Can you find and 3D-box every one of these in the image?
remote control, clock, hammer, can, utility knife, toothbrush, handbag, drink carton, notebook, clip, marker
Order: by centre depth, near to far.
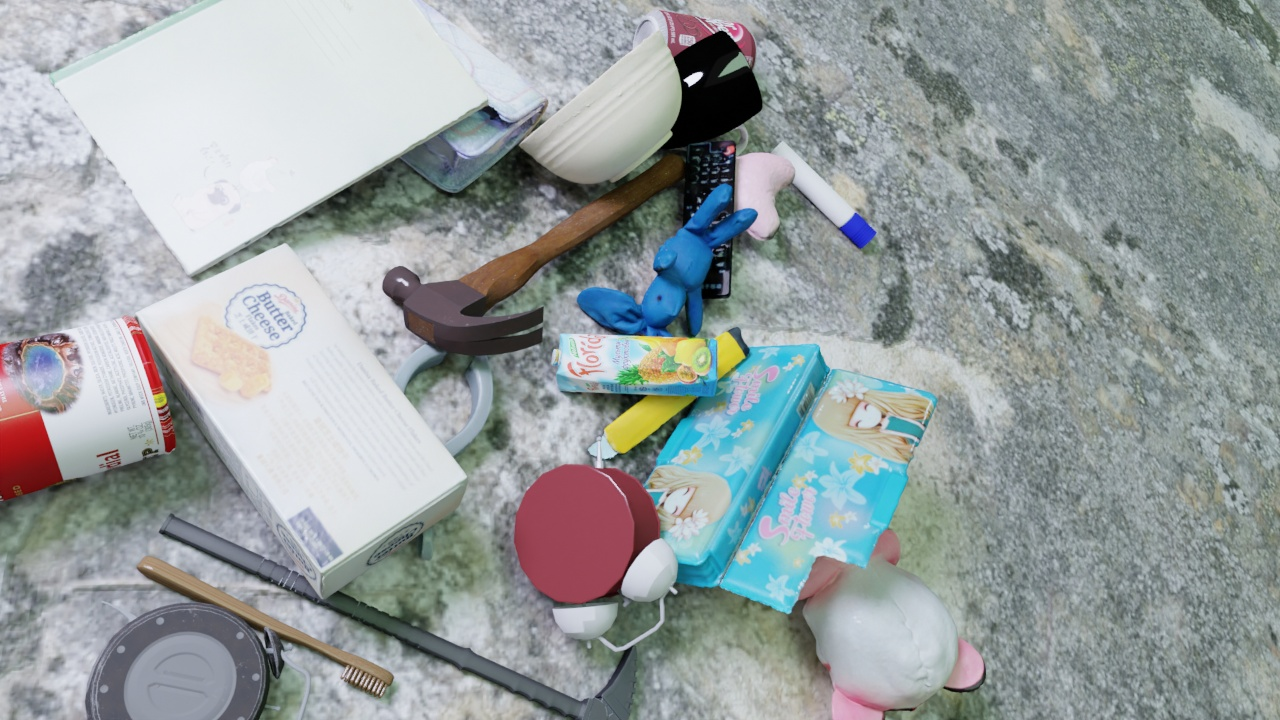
[{"bbox_3d":[-0.253,0.186,0.516,0.122,0.044,0.091,21,57,-18],"label":"clock"},{"bbox_3d":[-0.340,0.029,0.523,0.116,0.087,0.086,-18,75,-32],"label":"can"},{"bbox_3d":[-0.227,0.163,0.559,0.167,0.016,0.016,31,50,-11],"label":"toothbrush"},{"bbox_3d":[-0.149,0.170,0.597,0.325,0.015,0.094,29,57,-11],"label":"hammer"},{"bbox_3d":[-0.031,0.128,0.626,0.137,0.096,0.048,60,18,21],"label":"clock"},{"bbox_3d":[-0.167,0.048,0.641,0.107,0.028,0.163,22,57,-14],"label":"clip"},{"bbox_3d":[-0.267,-0.199,0.675,0.252,0.010,0.182,-36,84,-17],"label":"notebook"},{"bbox_3d":[-0.004,0.004,0.714,0.129,0.039,0.044,2,63,1],"label":"drink carton"},{"bbox_3d":[0.024,0.027,0.734,0.162,0.017,0.030,-37,89,-21],"label":"utility knife"},{"bbox_3d":[-0.060,-0.101,0.753,0.115,0.033,0.321,29,46,23],"label":"hammer"},{"bbox_3d":[-0.169,-0.231,0.755,0.158,0.069,0.126,40,53,-1],"label":"handbag"},{"bbox_3d":[0.062,-0.125,0.825,0.047,0.022,0.150,0,75,17],"label":"remote control"},{"bbox_3d":[0.054,-0.306,0.907,0.114,0.063,0.063,-2,67,-28],"label":"can"},{"bbox_3d":[0.184,-0.169,0.931,0.133,0.023,0.027,44,33,-2],"label":"marker"}]

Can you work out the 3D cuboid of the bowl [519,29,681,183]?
[{"bbox_3d":[-0.021,-0.200,0.773,0.075,0.151,0.150,50,53,-14],"label":"bowl"}]

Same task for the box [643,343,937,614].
[{"bbox_3d":[0.100,0.077,0.684,0.226,0.185,0.056,-55,137,-35],"label":"box"}]

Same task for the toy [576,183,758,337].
[{"bbox_3d":[0.024,-0.066,0.757,0.112,0.071,0.176,32,90,-18],"label":"toy"}]

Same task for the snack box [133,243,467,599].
[{"bbox_3d":[-0.213,0.034,0.581,0.104,0.058,0.208,-34,76,-30],"label":"snack box"}]

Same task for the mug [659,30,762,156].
[{"bbox_3d":[0.056,-0.233,0.863,0.100,0.119,0.085,-30,41,0],"label":"mug"}]

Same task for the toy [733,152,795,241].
[{"bbox_3d":[0.093,-0.164,0.864,0.096,0.053,0.098,18,61,2],"label":"toy"}]

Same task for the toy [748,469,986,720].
[{"bbox_3d":[0.168,0.175,0.715,0.141,0.084,0.213,-12,69,-31],"label":"toy"}]
